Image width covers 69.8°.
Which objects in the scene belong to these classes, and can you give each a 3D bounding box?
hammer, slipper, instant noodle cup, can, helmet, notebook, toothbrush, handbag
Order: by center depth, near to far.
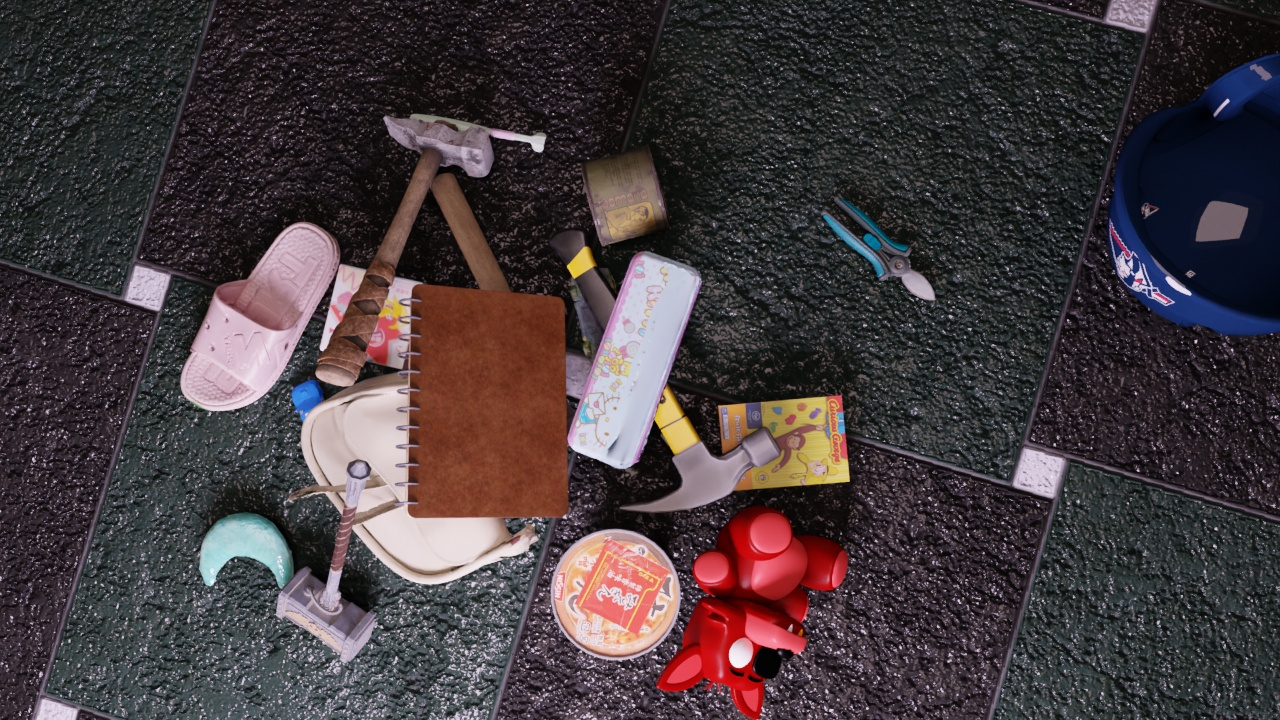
[{"bbox_3d":[0.539,-0.128,0.843,0.271,0.224,0.232,-13,71,-26],"label":"helmet"},{"bbox_3d":[-0.290,0.187,0.885,0.098,0.044,0.323,33,135,4],"label":"hammer"},{"bbox_3d":[-0.155,0.041,0.901,0.167,0.024,0.225,4,76,-24],"label":"notebook"},{"bbox_3d":[-0.235,0.123,0.925,0.184,0.131,0.229,-25,93,22],"label":"handbag"},{"bbox_3d":[-0.020,0.224,0.929,0.123,0.121,0.123,0,88,4],"label":"instant noodle cup"},{"bbox_3d":[-0.252,-0.119,0.933,0.121,0.049,0.318,13,65,7],"label":"hammer"},{"bbox_3d":[-0.006,0.005,0.946,0.170,0.034,0.324,-31,83,8],"label":"hammer"},{"bbox_3d":[-0.015,-0.172,0.957,0.074,0.090,0.090,-14,87,3],"label":"can"},{"bbox_3d":[-0.147,-0.056,0.983,0.119,0.031,0.331,-23,78,-27],"label":"hammer"},{"bbox_3d":[-0.416,-0.046,0.996,0.094,0.064,0.239,35,89,4],"label":"slipper"},{"bbox_3d":[-0.180,-0.253,1.009,0.155,0.015,0.022,12,87,5],"label":"toothbrush"}]

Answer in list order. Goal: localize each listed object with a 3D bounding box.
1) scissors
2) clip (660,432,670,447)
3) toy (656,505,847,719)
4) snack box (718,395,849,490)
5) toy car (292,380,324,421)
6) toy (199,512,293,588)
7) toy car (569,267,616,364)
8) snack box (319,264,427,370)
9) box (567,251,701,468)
[{"bbox_3d":[0.258,-0.122,0.971,0.136,0.019,0.138,4,88,5],"label":"scissors"},{"bbox_3d":[0.052,0.102,0.978,0.044,0.023,0.076,-33,84,4],"label":"clip"},{"bbox_3d":[0.111,0.250,0.911,0.158,0.121,0.197,32,77,-38],"label":"toy"},{"bbox_3d":[0.148,0.086,0.961,0.126,0.040,0.088,-5,88,4],"label":"snack box"},{"bbox_3d":[-0.357,0.066,0.988,0.033,0.062,0.092,-25,87,3],"label":"toy car"},{"bbox_3d":[-0.433,0.208,1.007,0.105,0.033,0.085,1,99,3],"label":"toy"},{"bbox_3d":[-0.043,-0.046,0.983,0.048,0.033,0.105,-13,86,6],"label":"toy car"},{"bbox_3d":[-0.274,-0.044,0.977,0.093,0.079,0.094,14,89,4],"label":"snack box"},{"bbox_3d":[-0.006,0.000,0.915,0.076,0.033,0.214,20,92,12],"label":"box"}]
